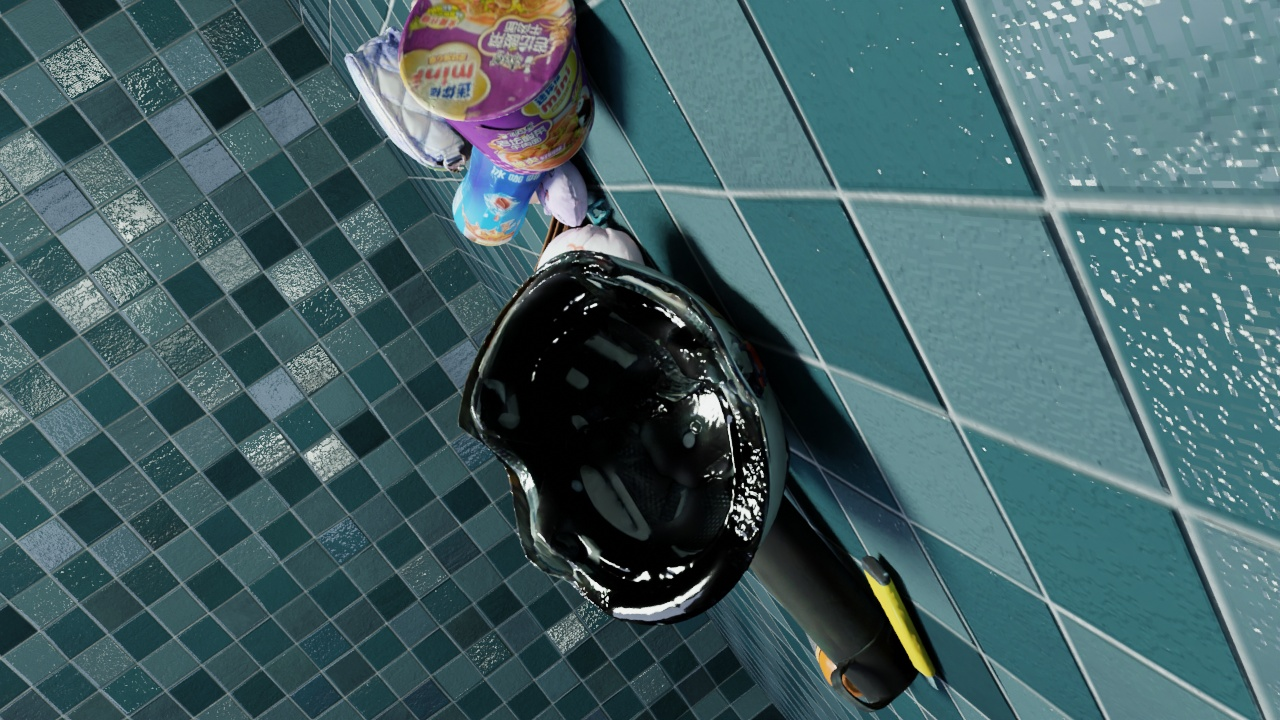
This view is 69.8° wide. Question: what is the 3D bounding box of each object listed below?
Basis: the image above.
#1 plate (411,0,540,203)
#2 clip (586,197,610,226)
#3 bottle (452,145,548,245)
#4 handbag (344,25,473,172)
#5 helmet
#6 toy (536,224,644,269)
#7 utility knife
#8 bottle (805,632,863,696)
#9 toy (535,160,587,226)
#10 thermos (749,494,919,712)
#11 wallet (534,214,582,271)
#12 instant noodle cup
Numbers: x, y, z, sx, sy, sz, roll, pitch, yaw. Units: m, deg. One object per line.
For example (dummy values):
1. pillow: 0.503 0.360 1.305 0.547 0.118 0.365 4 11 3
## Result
1. plate: -0.164 -0.252 0.903 0.229 0.028 0.230 57 171 14
2. clip: -0.037 -0.130 0.801 0.047 0.014 0.057 58 170 -8
3. bottle: -0.104 -0.166 0.742 0.065 0.065 0.219 54 152 4
4. handbag: -0.226 -0.256 0.904 0.134 0.075 0.194 59 173 -25
5. helmet: 0.007 0.050 0.693 0.274 0.231 0.156 49 -155 20
6. toy: -0.048 -0.039 0.808 0.121 0.054 0.159 15 104 38
7. utility knife: 0.219 0.220 0.758 0.181 0.015 0.033 59 175 -31
8. bottle: 0.204 0.289 0.966 0.067 0.067 0.149 58 178 -19
9. toy: -0.072 -0.155 0.802 0.108 0.039 0.084 -129 25 -60
10. thermos: 0.146 0.200 0.817 0.242 0.089 0.069 50 128 2
11. wallet: -0.076 -0.085 0.929 0.031 0.107 0.132 7 150 9
12. instant noodle cup: -0.080 -0.176 0.579 0.111 0.111 0.099 51 180 22
